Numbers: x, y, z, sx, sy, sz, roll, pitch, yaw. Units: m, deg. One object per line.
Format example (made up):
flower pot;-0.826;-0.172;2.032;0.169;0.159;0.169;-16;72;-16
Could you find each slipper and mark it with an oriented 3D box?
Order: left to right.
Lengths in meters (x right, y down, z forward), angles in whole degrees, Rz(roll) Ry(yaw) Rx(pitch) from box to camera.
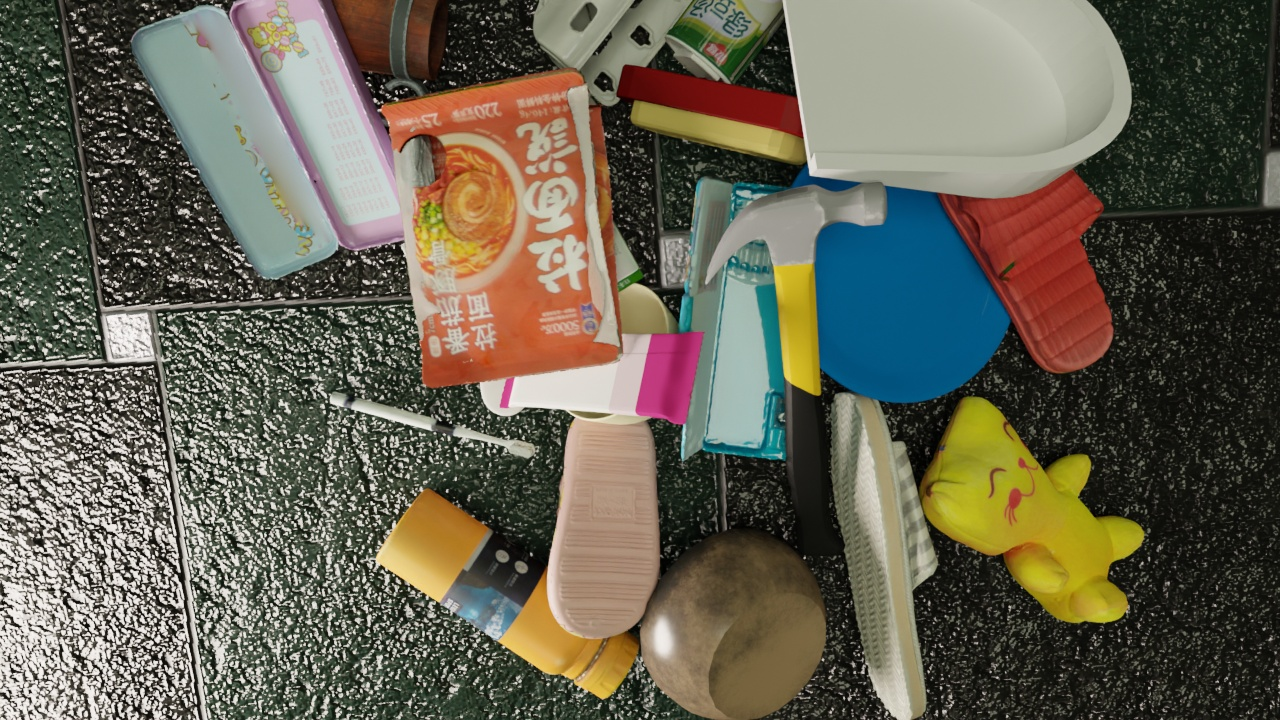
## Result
slipper;-0.032;0.136;0.788;0.093;0.082;0.197;9;75;-13
slipper;0.203;0.158;0.756;0.054;0.114;0.272;-8;89;-4
slipper;0.317;-0.101;0.729;0.103;0.059;0.249;-34;101;-10

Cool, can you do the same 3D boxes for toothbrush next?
toothbrush;-0.184;0.057;0.808;0.187;0.017;0.012;15;96;0

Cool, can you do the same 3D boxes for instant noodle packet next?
instant noodle packet;-0.103;-0.096;0.716;0.164;0.084;0.221;-7;85;9

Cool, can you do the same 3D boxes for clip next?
clip;-0.041;-0.294;0.717;0.151;0.105;0.126;39;96;-14

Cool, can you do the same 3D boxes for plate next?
plate;0.206;-0.078;0.741;0.224;0.024;0.224;0;89;-18

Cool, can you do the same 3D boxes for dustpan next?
dustpan;0.235;-0.217;0.665;0.257;0.053;0.191;2;71;-21

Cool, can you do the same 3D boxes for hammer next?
hammer;0.125;0.023;0.703;0.127;0.029;0.324;-3;120;12

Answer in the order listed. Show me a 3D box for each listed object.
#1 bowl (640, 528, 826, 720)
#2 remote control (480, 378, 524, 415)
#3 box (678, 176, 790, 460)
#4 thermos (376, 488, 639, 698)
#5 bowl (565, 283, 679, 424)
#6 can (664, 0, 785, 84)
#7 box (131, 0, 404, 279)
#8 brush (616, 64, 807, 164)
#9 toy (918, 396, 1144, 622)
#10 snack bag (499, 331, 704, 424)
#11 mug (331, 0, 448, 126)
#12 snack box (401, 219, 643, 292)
bowl;0.086;0.226;0.759;0.162;0.070;0.162;-10;112;-26
remote control;-0.121;-0.019;0.795;0.043;0.013;0.136;-4;99;3
box;0.079;-0.031;0.752;0.168;0.087;0.227;0;101;-33
thermos;-0.113;0.208;0.806;0.232;0.092;0.076;34;70;-3
bowl;-0.004;0.004;0.758;0.118;0.118;0.074;-51;137;8
can;0.079;-0.278;0.718;0.067;0.067;0.121;38;98;-4
box;-0.278;-0.175;0.721;0.151;0.040;0.214;-18;124;-3
brush;0.063;-0.186;0.703;0.173;0.082;0.042;19;102;24
toy;0.317;0.126;0.764;0.194;0.088;0.134;37;56;-7
snack bag;-0.036;0.010;0.716;0.197;0.016;0.070;1;73;40
mug;-0.219;-0.251;0.737;0.111;0.081;0.118;11;117;-3
snack box;-0.099;-0.082;0.754;0.168;0.027;0.132;-30;73;6
